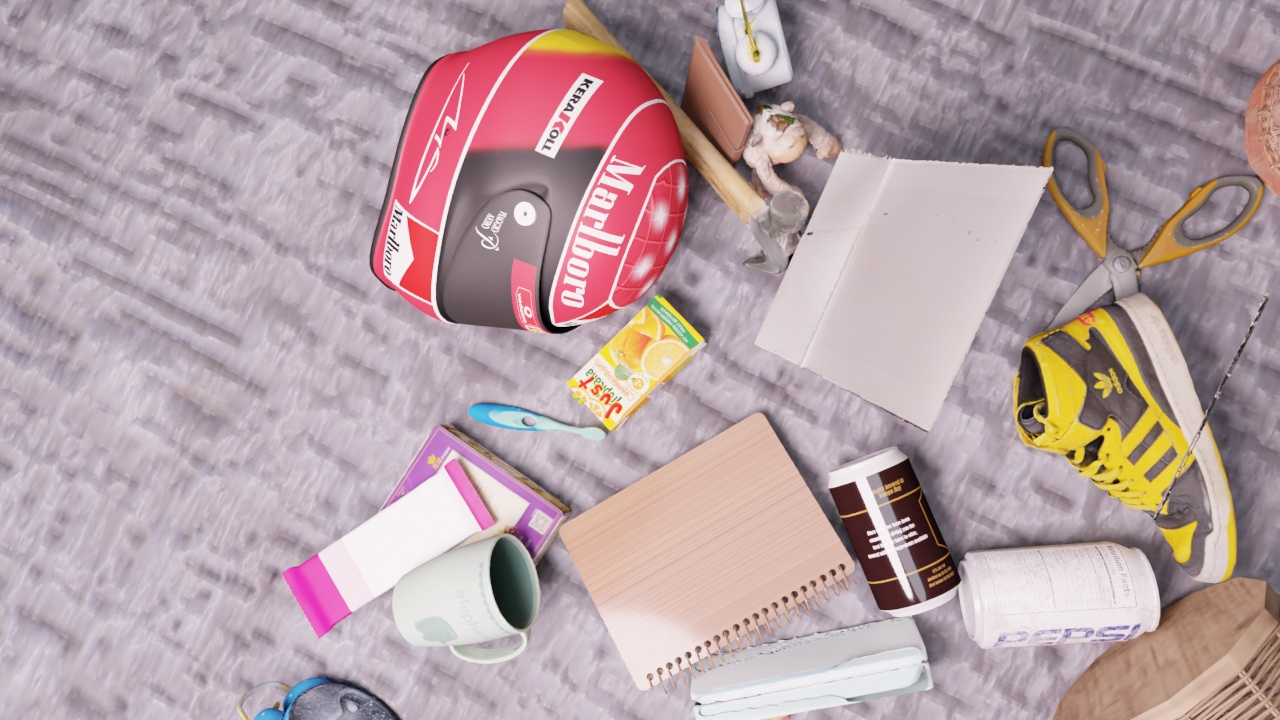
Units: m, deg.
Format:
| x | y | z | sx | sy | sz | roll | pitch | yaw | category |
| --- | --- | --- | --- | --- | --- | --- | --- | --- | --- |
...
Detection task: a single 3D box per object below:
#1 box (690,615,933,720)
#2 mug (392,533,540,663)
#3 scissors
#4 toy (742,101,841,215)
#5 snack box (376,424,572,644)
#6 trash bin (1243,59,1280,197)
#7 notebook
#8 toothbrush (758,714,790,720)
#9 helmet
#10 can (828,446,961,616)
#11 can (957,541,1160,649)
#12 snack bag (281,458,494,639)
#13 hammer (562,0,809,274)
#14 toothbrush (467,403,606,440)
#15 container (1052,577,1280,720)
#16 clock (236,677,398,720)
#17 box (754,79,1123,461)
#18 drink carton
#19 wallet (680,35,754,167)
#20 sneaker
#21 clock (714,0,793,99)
| x | y | z | sx | sy | sz | roll | pitch | yaw | category |
| --- | --- | --- | --- | --- | --- | --- | --- | --- | --- |
| 0.141 | 0.268 | 0.772 | 0.199 | 0.085 | 0.070 | -13 | 113 | 9 | box |
| -0.143 | 0.212 | 0.778 | 0.104 | 0.084 | 0.111 | -20 | 112 | 18 | mug |
| 0.424 | -0.102 | 0.781 | 0.226 | 0.016 | 0.225 | -13 | 85 | 8 | scissors |
| 0.127 | -0.189 | 0.792 | 0.074 | 0.106 | 0.085 | 33 | 83 | 30 | toy |
| -0.163 | 0.156 | 0.841 | 0.148 | 0.040 | 0.143 | 34 | 92 | 10 | snack box |
| 0.569 | -0.201 | 0.668 | 0.151 | 0.210 | 0.151 | -1 | 86 | 9 | trash bin |
| 0.057 | 0.169 | 0.798 | 0.210 | 0.022 | 0.169 | -30 | 73 | 2 | notebook |
| 0.052 | 0.357 | 0.809 | 0.184 | 0.015 | 0.015 | -35 | 79 | 6 | toothbrush |
| -0.077 | -0.131 | 0.764 | 0.225 | 0.197 | 0.271 | 27 | 109 | 14 | helmet |
| 0.211 | 0.143 | 0.769 | 0.072 | 0.072 | 0.128 | -23 | 83 | 6 | can |
| 0.335 | 0.190 | 0.744 | 0.136 | 0.078 | 0.078 | -6 | 85 | 8 | can |
| -0.227 | 0.168 | 0.821 | 0.197 | 0.016 | 0.070 | -34 | 84 | 7 | snack bag |
| 0.032 | -0.206 | 0.812 | 0.033 | 0.132 | 0.330 | -35 | 71 | -7 | hammer |
| -0.096 | 0.058 | 0.852 | 0.135 | 0.017 | 0.022 | 10 | 88 | 12 | toothbrush |
| 0.441 | 0.293 | 0.655 | 0.227 | 0.227 | 0.196 | -41 | 74 | 4 | container |
| -0.283 | 0.338 | 0.813 | 0.161 | 0.116 | 0.060 | 37 | 104 | 10 | clock |
| 0.163 | -0.058 | 0.614 | 0.149 | 0.412 | 0.167 | 24 | 96 | 13 | box |
| -0.005 | 0.005 | 0.828 | 0.122 | 0.041 | 0.058 | -44 | 81 | 4 | drink carton |
| 0.064 | -0.213 | 0.793 | 0.013 | 0.121 | 0.087 | -28 | 81 | -9 | wallet |
| 0.382 | 0.075 | 0.741 | 0.122 | 0.086 | 0.238 | -17 | 87 | 11 | sneaker |
| 0.095 | -0.276 | 0.793 | 0.057 | 0.117 | 0.083 | -13 | 84 | 14 | clock |
